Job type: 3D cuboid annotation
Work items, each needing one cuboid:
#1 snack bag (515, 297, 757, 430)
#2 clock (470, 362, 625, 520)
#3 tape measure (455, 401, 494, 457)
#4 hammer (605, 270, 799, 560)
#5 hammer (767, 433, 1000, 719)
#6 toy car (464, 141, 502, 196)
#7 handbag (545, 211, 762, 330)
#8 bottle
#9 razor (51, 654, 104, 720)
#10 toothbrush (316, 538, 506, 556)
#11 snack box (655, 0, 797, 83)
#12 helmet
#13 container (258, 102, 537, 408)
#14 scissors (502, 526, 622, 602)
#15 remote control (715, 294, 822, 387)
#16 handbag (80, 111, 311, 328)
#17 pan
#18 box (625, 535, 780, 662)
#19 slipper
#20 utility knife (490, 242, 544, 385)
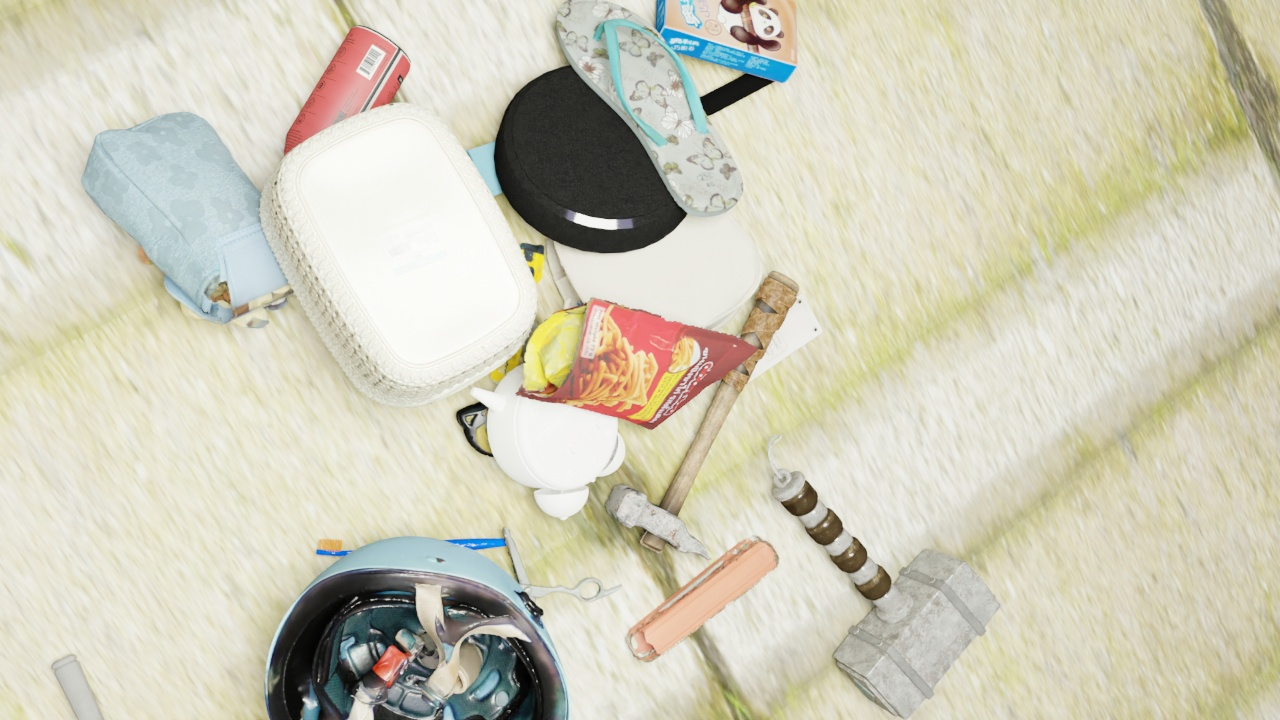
[{"bbox_3d":[-0.005,0.005,0.841,0.207,0.066,0.139,13,129,-47],"label":"snack bag"},{"bbox_3d":[-0.077,0.063,0.880,0.125,0.073,0.161,-45,118,-37],"label":"clock"},{"bbox_3d":[-0.142,0.064,0.900,0.061,0.034,0.061,-29,107,-13],"label":"tape measure"},{"bbox_3d":[0.083,0.054,0.961,0.121,0.049,0.318,29,84,-18],"label":"hammer"},{"bbox_3d":[0.232,0.218,0.998,0.176,0.079,0.326,-44,102,-12],"label":"hammer"},{"bbox_3d":[-0.143,-0.186,0.904,0.107,0.028,0.060,-28,93,-31],"label":"toy car"},{"bbox_3d":[0.002,-0.100,0.930,0.200,0.093,0.199,-28,78,-15],"label":"handbag"},{"bbox_3d":[-0.280,-0.217,0.842,0.062,0.062,0.176,30,82,-16],"label":"bottle"},{"bbox_3d":[-0.478,0.311,0.798,0.088,0.047,0.116,-25,90,-16],"label":"razor"},{"bbox_3d":[-0.218,0.178,0.889,0.182,0.016,0.018,0,85,-17],"label":"toothbrush"},{"bbox_3d":[0.091,-0.352,0.959,0.151,0.034,0.087,10,66,-17],"label":"snack box"},{"bbox_3d":[-0.183,0.267,0.817,0.225,0.166,0.265,-44,102,7],"label":"helmet"},{"bbox_3d":[-0.191,-0.087,0.750,0.184,0.143,0.246,-32,99,-16],"label":"container"},{"bbox_3d":[-0.099,0.233,0.925,0.174,0.014,0.141,0,98,-22],"label":"scissors"},{"bbox_3d":[0.133,-0.017,1.000,0.135,0.011,0.050,-33,100,-13],"label":"remote control"},{"bbox_3d":[-0.381,-0.111,0.790,0.192,0.119,0.121,46,37,-3],"label":"handbag"},{"bbox_3d":[0.020,-0.239,0.921,0.354,0.044,0.204,-33,78,-23],"label":"pan"},{"bbox_3d":[0.067,0.252,0.964,0.186,0.056,0.059,-36,132,-13],"label":"box"},{"bbox_3d":[0.017,-0.259,0.875,0.098,0.055,0.268,-29,78,-24],"label":"slipper"},{"bbox_3d":[-0.123,-0.045,0.919,0.030,0.017,0.151,13,90,-12],"label":"utility knife"}]
